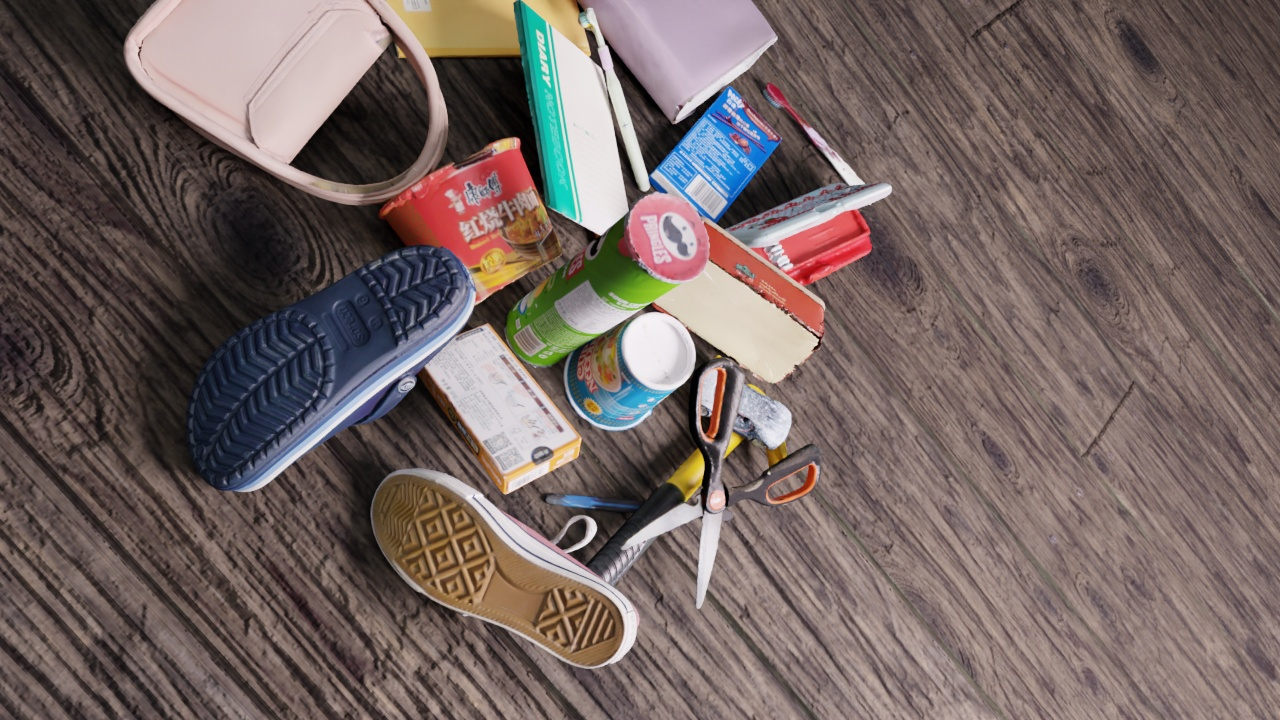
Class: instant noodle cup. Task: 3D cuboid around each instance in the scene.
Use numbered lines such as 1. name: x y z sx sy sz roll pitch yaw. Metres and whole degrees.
1. instant noodle cup: -0.140 -0.113 0.799 0.137 0.138 0.108 -35 100 -30
2. instant noodle cup: -0.005 0.005 0.834 0.099 0.110 0.099 8 71 -23

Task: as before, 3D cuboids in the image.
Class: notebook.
1. notebook: -0.160 -0.373 0.930 0.205 0.010 0.145 -11 80 -28
2. notebook: -0.062 -0.219 0.875 0.150 0.012 0.209 17 59 -60

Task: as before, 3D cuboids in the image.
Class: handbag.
1. handbag: -0.267 -0.230 0.753 0.234 0.093 0.193 40 88 -11
2. handbag: 0.026 -0.367 0.967 0.144 0.099 0.197 -41 95 -26

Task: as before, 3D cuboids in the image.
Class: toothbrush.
1. toothbrush: 0.207 -0.250 1.068 0.187 0.017 0.016 45 69 -10
2. toothbrush: -0.025 -0.265 0.940 0.020 0.029 0.189 -20 96 -10
3. toothbrush: 0.001 0.138 0.854 0.189 0.016 0.014 8 73 -21

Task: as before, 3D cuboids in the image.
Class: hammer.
1. hammer: 0.030 0.125 0.844 0.129 0.033 0.299 45 58 3

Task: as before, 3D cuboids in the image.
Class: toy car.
1. toy car: 0.096 0.043 0.871 0.105 0.031 0.048 29 58 -7

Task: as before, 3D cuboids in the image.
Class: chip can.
1. chip can: -0.038 -0.058 0.763 0.072 0.237 0.072 10 69 -29

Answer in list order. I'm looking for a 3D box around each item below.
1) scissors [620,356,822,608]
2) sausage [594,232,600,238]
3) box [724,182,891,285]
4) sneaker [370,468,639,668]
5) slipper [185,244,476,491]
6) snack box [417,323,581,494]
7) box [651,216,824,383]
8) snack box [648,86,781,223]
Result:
1. scissors: 0.077 0.106 0.818 0.232 0.022 0.221 -15 104 -30
2. sausage: -0.045 -0.167 0.917 0.021 0.022 0.165 -8 78 -28
3. box: 0.180 -0.136 0.971 0.201 0.100 0.095 -25 86 -29
4. sneaker: -0.106 0.164 0.741 0.241 0.088 0.118 26 89 14
5. slipper: -0.240 0.003 0.728 0.252 0.095 0.105 -39 69 -7
6. snack box: -0.123 0.036 0.776 0.075 0.026 0.153 -25 58 -29
7. box: 0.093 -0.051 0.901 0.168 0.092 0.077 34 40 -13
8. snack box: 0.082 -0.218 0.990 0.084 0.026 0.156 42 61 -9
